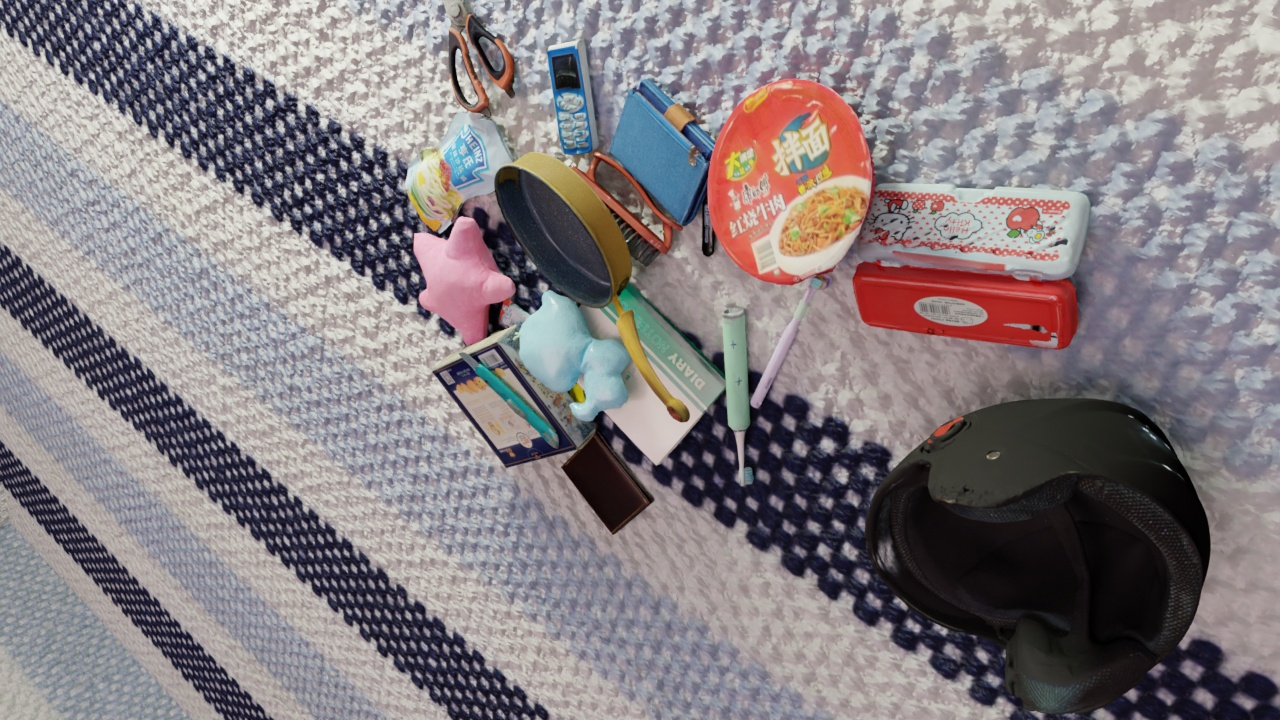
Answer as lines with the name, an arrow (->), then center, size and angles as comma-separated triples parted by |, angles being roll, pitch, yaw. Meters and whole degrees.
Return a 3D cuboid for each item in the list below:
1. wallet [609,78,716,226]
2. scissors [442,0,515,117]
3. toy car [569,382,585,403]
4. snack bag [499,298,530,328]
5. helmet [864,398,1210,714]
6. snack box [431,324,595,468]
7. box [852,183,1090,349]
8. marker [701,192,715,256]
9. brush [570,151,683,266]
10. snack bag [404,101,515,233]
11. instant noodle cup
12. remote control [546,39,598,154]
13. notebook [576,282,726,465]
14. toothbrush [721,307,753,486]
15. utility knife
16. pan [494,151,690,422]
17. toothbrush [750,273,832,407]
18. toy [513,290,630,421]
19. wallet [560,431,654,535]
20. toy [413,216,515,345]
wallet -> 0.027, -0.227, 0.997 | 0.133, 0.040, 0.107 | 47, 141, 19
scissors -> -0.205, -0.413, 1.109 | 0.192, 0.015, 0.207 | 25, 111, 16
toy car -> -0.057, 0.043, 1.197 | 0.105, 0.032, 0.048 | -19, 98, 43
snack bag -> -0.155, -0.049, 1.234 | 0.104, 0.026, 0.048 | 33, 133, 21
helmet -> 0.344, 0.148, 0.803 | 0.275, 0.229, 0.233 | -9, 111, 48
snack box -> -0.176, 0.054, 1.249 | 0.178, 0.045, 0.182 | -19, 112, 47
box -> 0.296, -0.087, 0.843 | 0.201, 0.073, 0.155 | 11, 113, 35
marker -> 0.075, -0.174, 1.006 | 0.018, 0.015, 0.124 | 19, 120, 37
brush -> -0.019, -0.174, 1.054 | 0.146, 0.063, 0.069 | 43, 101, 13
snack bag -> -0.238, -0.251, 1.202 | 0.192, 0.038, 0.110 | -28, 80, 41
instant noodle cup -> 0.156, -0.170, 0.891 | 0.194, 0.065, 0.194 | 6, 99, 45
remote control -> -0.077, -0.302, 1.060 | 0.049, 0.024, 0.125 | 5, 112, 36
notebook -> -0.007, 0.007, 1.133 | 0.209, 0.012, 0.151 | 45, 116, 13
toothbrush -> 0.114, 0.047, 1.069 | 0.027, 0.026, 0.225 | -7, 111, -6
utility knife -> -0.170, 0.051, 1.194 | 0.179, 0.013, 0.029 | 43, 141, -1
pan -> -0.048, -0.081, 1.045 | 0.357, 0.078, 0.198 | 46, 160, 6
toothbrush -> 0.161, -0.017, 1.009 | 0.021, 0.029, 0.190 | -106, 29, -46
toy -> -0.088, -0.006, 1.133 | 0.156, 0.049, 0.161 | 2, 87, 13
wallet -> -0.048, 0.169, 1.256 | 0.122, 0.020, 0.097 | 51, 126, 9
toy -> -0.247, -0.118, 1.237 | 0.178, 0.074, 0.195 | 44, 136, 10
